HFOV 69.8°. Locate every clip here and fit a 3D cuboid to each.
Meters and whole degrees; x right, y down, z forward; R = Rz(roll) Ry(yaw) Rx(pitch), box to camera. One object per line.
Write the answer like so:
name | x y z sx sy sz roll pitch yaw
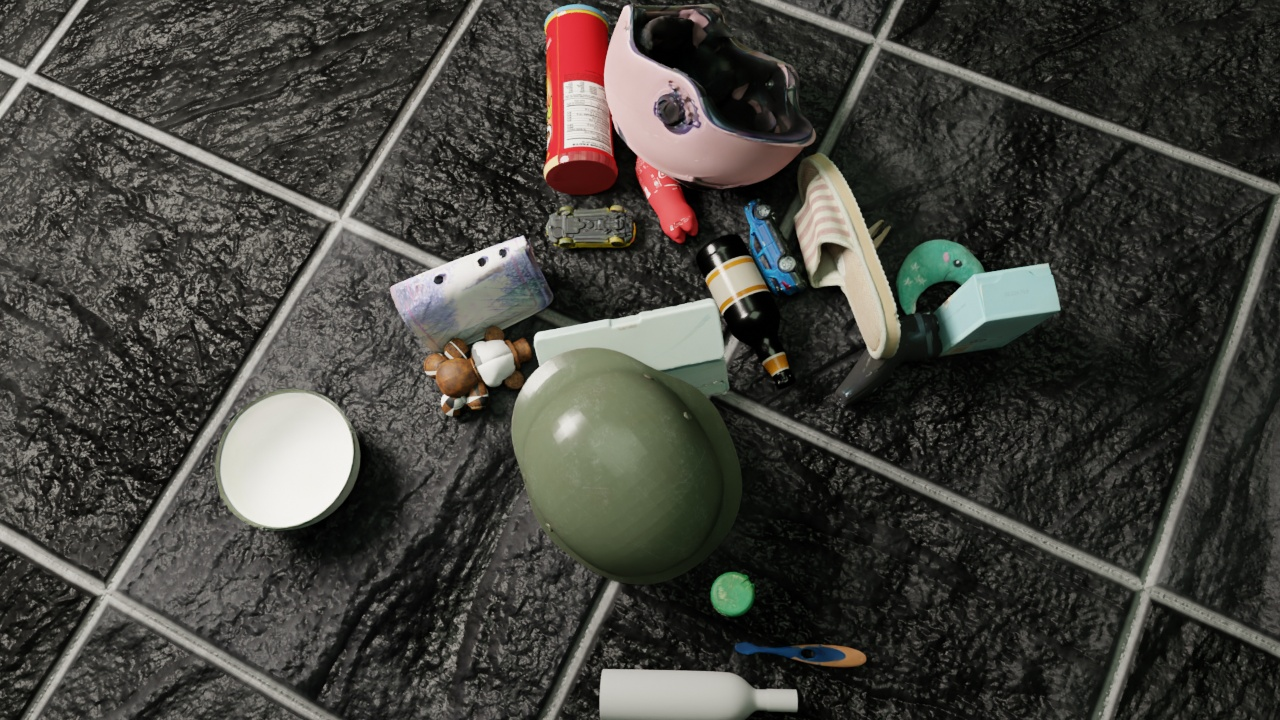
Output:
clip | 0.269 -0.135 1.066 0.061 0.026 0.049 -13 74 1

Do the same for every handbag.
handbag | -0.186 -0.080 1.026 0.158 0.126 0.069 -23 71 -2

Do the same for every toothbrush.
toothbrush | 0.165 0.303 0.949 0.135 0.017 0.021 4 77 2

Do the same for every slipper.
slipper | 0.215 -0.114 1.009 0.052 0.115 0.262 -13 59 -6

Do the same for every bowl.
bowl | -0.377 0.113 1.009 0.153 0.073 0.153 -1 74 4

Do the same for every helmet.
helmet | 0.067 -0.285 1.038 0.255 0.153 0.229 40 35 8
helmet | -0.020 0.109 0.909 0.227 0.154 0.268 -39 89 1

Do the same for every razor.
razor | 0.275 0.002 1.011 0.140 0.053 0.063 -43 71 -7

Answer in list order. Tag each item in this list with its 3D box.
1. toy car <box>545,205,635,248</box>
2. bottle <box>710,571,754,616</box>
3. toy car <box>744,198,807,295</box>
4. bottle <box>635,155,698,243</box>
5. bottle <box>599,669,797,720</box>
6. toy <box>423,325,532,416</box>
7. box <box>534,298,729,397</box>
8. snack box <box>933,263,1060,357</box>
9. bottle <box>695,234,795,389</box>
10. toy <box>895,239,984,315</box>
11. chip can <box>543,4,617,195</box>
toy car | -0.059 -0.157 1.090 0.107 0.030 0.049 1 75 1
bottle | 0.091 0.236 0.922 0.043 0.111 0.043 -1 74 3
toy car | 0.151 -0.129 1.056 0.044 0.056 0.120 -26 78 19
bottle | 0.025 -0.206 1.093 0.042 0.042 0.141 -24 73 -4
bottle | 0.059 0.340 0.924 0.195 0.052 0.052 0 73 4
toy | -0.180 0.009 1.036 0.112 0.067 0.087 -24 88 -20
box | -0.006 0.009 0.987 0.197 0.136 0.044 -10 38 2
snack box | 0.364 -0.049 0.956 0.075 0.175 0.053 -8 79 2
bottle | 0.125 -0.052 1.032 0.059 0.059 0.181 -23 74 -4
toy | 0.344 -0.096 1.047 0.105 0.033 0.085 -6 84 1
chip can | -0.074 -0.314 1.110 0.087 0.087 0.213 -3 72 3
